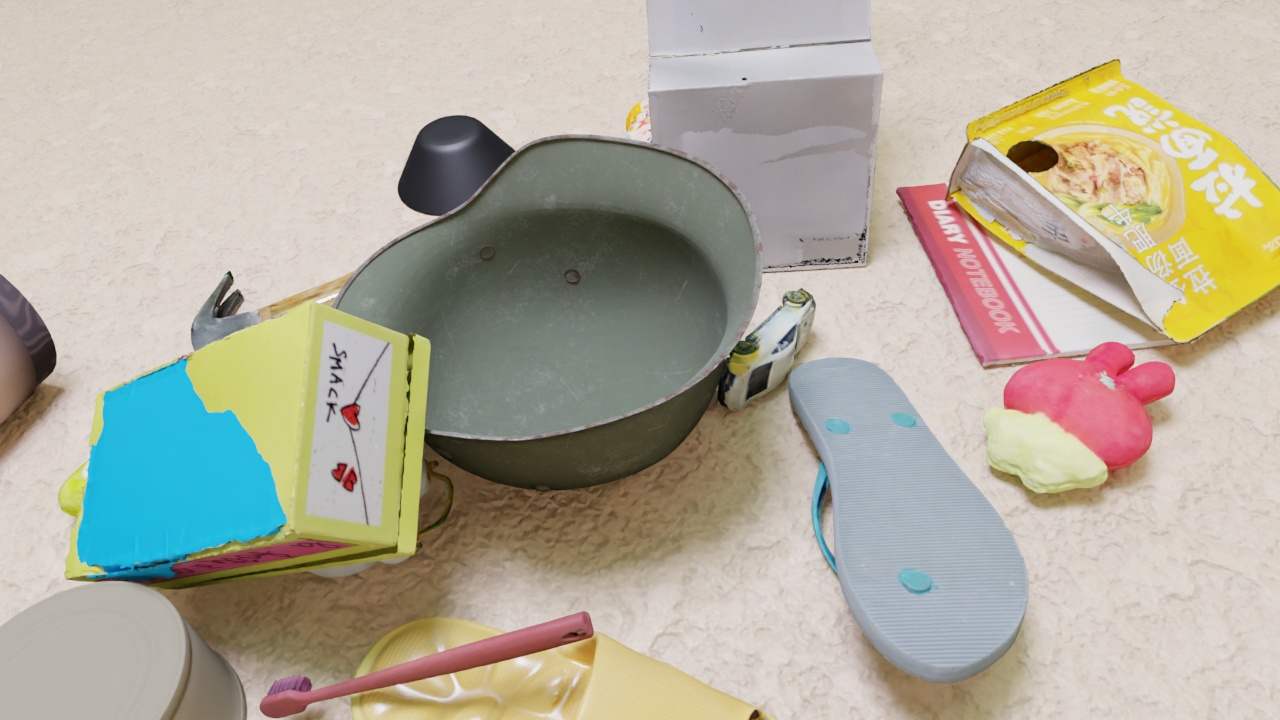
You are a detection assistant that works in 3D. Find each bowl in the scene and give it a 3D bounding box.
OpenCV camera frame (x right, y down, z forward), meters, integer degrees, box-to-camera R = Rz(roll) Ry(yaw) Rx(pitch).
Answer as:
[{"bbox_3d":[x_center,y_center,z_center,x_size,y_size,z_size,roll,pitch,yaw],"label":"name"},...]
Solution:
[{"bbox_3d":[-0.173,-0.194,0.861,0.124,0.053,0.123,-4,45,4],"label":"bowl"}]

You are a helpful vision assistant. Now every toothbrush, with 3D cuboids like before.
[{"bbox_3d":[-0.112,0.153,0.464,0.190,0.016,0.016,-18,30,15],"label":"toothbrush"}]

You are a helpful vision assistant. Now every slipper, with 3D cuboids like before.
[{"bbox_3d":[-0.031,0.181,0.448,0.264,0.078,0.099,11,47,21],"label":"slipper"},{"bbox_3d":[0.151,0.087,0.547,0.098,0.055,0.268,-4,34,0],"label":"slipper"}]

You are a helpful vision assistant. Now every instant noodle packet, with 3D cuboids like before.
[{"bbox_3d":[0.370,-0.117,0.684,0.162,0.084,0.221,-26,54,-17],"label":"instant noodle packet"}]

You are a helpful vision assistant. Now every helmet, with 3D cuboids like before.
[{"bbox_3d":[-0.056,-0.007,0.583,0.268,0.154,0.226,-1,54,8],"label":"helmet"}]

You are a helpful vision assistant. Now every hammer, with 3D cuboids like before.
[{"bbox_3d":[-0.205,-0.076,0.764,0.329,0.033,0.132,-26,47,-19],"label":"hammer"}]

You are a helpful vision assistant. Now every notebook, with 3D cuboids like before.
[{"bbox_3d":[0.302,-0.079,0.710,0.153,0.012,0.208,-7,45,-1],"label":"notebook"}]

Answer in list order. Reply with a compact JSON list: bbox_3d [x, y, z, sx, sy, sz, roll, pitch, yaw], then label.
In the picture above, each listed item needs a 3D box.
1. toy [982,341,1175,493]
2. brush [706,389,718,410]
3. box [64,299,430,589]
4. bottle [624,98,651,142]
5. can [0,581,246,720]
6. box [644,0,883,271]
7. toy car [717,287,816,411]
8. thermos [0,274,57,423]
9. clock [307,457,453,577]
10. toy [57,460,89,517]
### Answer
[{"bbox_3d":[0.276,0.033,0.578,0.135,0.045,0.092,-37,48,-20],"label":"toy"},{"bbox_3d":[-0.004,0.004,0.666,0.136,0.015,0.049,22,52,26],"label":"brush"},{"bbox_3d":[-0.221,0.057,0.506,0.222,0.079,0.124,-18,64,33],"label":"box"},{"bbox_3d":[0.015,-0.181,0.818,0.063,0.063,0.109,0,59,8],"label":"bottle"},{"bbox_3d":[-0.284,0.188,0.477,0.128,0.073,0.127,-4,45,4],"label":"can"},{"bbox_3d":[0.083,-0.262,0.654,0.166,0.419,0.108,-3,27,4],"label":"box"},{"bbox_3d":[0.093,-0.007,0.641,0.033,0.048,0.105,30,56,26],"label":"toy car"},{"bbox_3d":[-0.532,0.032,0.611,0.173,0.173,0.225,10,41,17],"label":"thermos"},{"bbox_3d":[-0.176,0.090,0.574,0.117,0.057,0.083,-3,44,4],"label":"clock"},{"bbox_3d":[-0.322,0.075,0.618,0.118,0.043,0.092,5,45,11],"label":"toy"}]
